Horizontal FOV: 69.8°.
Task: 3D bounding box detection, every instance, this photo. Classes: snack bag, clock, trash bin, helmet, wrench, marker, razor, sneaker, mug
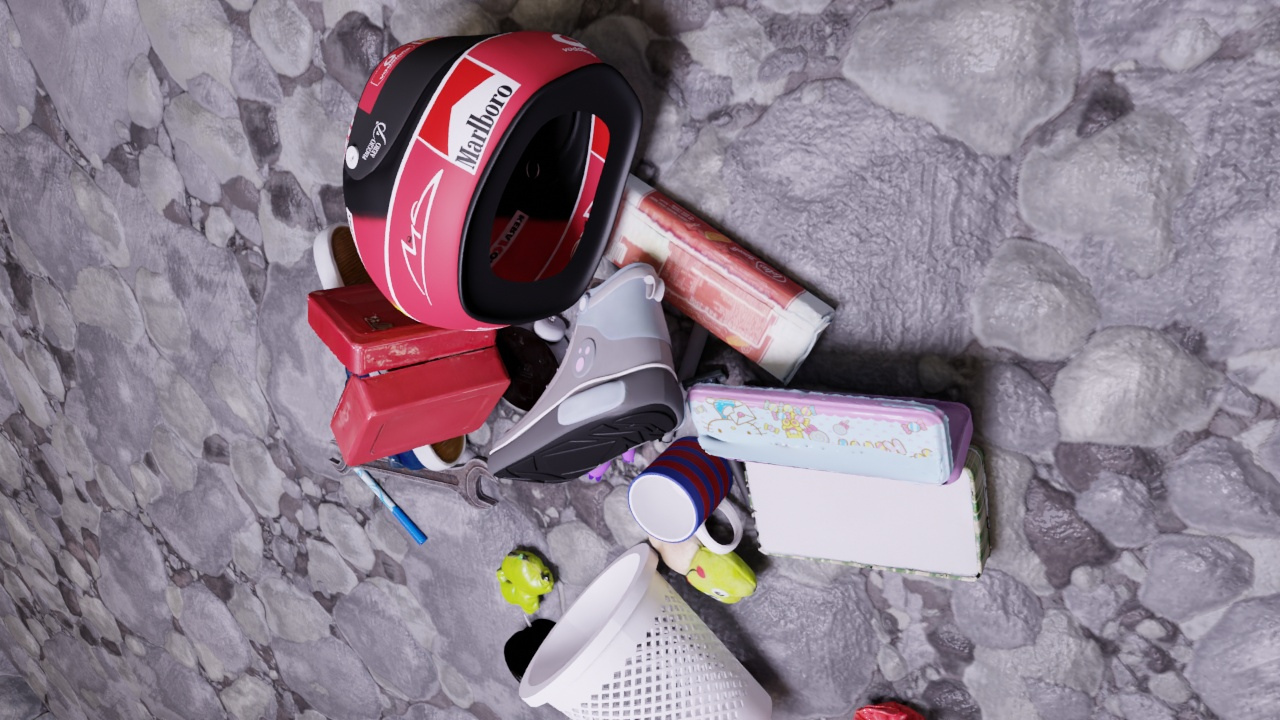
[{"bbox_3d":[0.241,0.414,0.892,0.082,0.082,0.176,7,115,30],"label":"snack bag"},{"bbox_3d":[-0.112,-0.007,0.939,0.095,0.035,0.123,16,119,26],"label":"clock"},{"bbox_3d":[0.016,0.328,0.938,0.199,0.194,0.196,42,129,-4],"label":"trash bin"},{"bbox_3d":[-0.141,-0.160,0.775,0.224,0.197,0.271,39,121,33],"label":"helmet"},{"bbox_3d":[-0.283,0.134,1.125,0.274,0.010,0.070,7,113,27],"label":"wrench"},{"bbox_3d":[-0.108,0.368,1.114,0.121,0.042,0.091,37,127,12],"label":"clock"},{"bbox_3d":[0.041,0.020,0.866,0.016,0.016,0.141,29,125,18],"label":"marker"},{"bbox_3d":[0.082,0.078,0.860,0.043,0.022,0.144,-18,106,17],"label":"razor"},{"bbox_3d":[-0.327,0.182,1.183,0.142,0.013,0.013,47,129,5],"label":"marker"},{"bbox_3d":[-0.059,0.015,0.839,0.257,0.093,0.160,-28,58,48],"label":"sneaker"},{"bbox_3d":[0.052,0.135,0.876,0.112,0.076,0.075,40,128,10],"label":"mug"},{"bbox_3d":[0.058,-0.073,0.796,0.225,0.041,0.078,35,127,12],"label":"snack bag"},{"bbox_3d":[-0.304,-0.006,1.021,0.127,0.120,0.295,-11,109,23],"label":"sneaker"}]

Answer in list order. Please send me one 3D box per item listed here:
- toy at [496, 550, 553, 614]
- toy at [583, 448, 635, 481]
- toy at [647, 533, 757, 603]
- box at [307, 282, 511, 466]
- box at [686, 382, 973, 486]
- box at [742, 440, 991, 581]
[{"bbox_3d":[-0.138,0.261,1.087,0.094,0.036,0.094,16,125,34],"label":"toy"},{"bbox_3d":[-0.043,0.062,0.916,0.106,0.055,0.088,37,125,-3],"label":"toy"},{"bbox_3d":[0.058,0.198,0.909,0.118,0.043,0.092,34,157,5],"label":"toy"},{"bbox_3d":[-0.229,0.021,0.917,0.152,0.157,0.165,34,126,45],"label":"box"},{"bbox_3d":[0.148,0.041,0.741,0.215,0.089,0.093,4,138,33],"label":"box"},{"bbox_3d":[0.193,0.123,0.799,0.206,0.049,0.118,-1,114,33],"label":"box"}]
